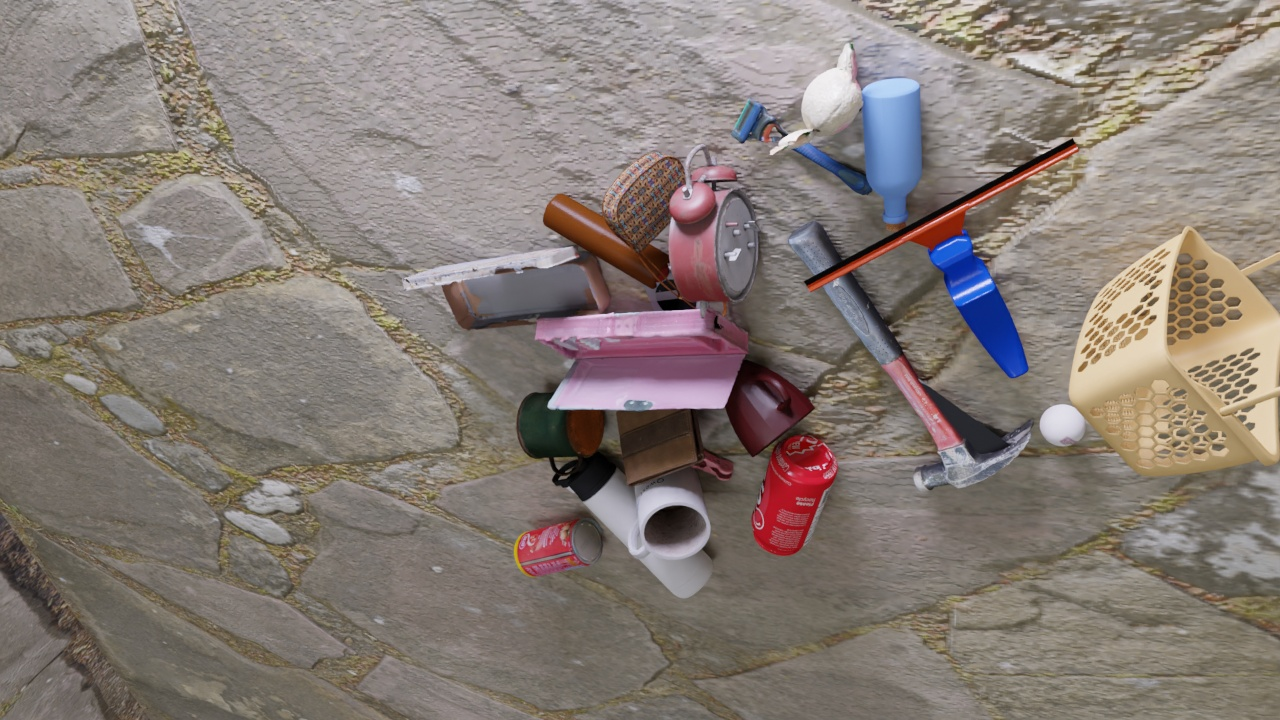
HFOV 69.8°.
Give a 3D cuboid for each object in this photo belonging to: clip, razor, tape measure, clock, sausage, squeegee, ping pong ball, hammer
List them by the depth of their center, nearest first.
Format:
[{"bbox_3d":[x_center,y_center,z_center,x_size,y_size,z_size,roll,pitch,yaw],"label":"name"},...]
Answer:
[{"bbox_3d":[0.306,-0.062,0.839,0.250,0.055,0.185,-28,107,22],"label":"squeegee"},{"bbox_3d":[0.154,-0.193,0.851,0.141,0.018,0.044,30,132,1],"label":"razor"},{"bbox_3d":[0.074,-0.128,0.880,0.062,0.109,0.157,3,125,29],"label":"clock"},{"bbox_3d":[0.406,0.062,0.883,0.040,0.040,0.040,15,129,19],"label":"ping pong ball"},{"bbox_3d":[0.260,-0.006,0.920,0.141,0.036,0.326,-27,107,41],"label":"hammer"},{"bbox_3d":[-0.037,-0.129,0.984,0.155,0.040,0.040,32,133,12],"label":"sausage"},{"bbox_3d":[0.038,-0.072,1.005,0.065,0.016,0.064,-6,120,32],"label":"tape measure"},{"bbox_3d":[0.086,0.123,1.122,0.060,0.023,0.044,7,128,32],"label":"clip"}]

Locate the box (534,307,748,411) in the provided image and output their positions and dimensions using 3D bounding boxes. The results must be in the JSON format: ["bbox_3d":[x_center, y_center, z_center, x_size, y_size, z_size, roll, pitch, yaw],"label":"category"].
[{"bbox_3d":[-0.005,0.009,1.011,0.233,0.106,0.099,-1,163,31],"label":"box"}]

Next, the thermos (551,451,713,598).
[{"bbox_3d":[-0.011,0.218,1.219,0.230,0.068,0.101,46,145,-7],"label":"thermos"}]

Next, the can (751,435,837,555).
[{"bbox_3d":[0.175,0.156,1.058,0.074,0.074,0.143,21,131,14],"label":"can"}]

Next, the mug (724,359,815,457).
[{"bbox_3d":[0.131,0.040,0.990,0.088,0.087,0.114,52,162,10],"label":"mug"}]

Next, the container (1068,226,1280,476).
[{"bbox_3d":[0.442,-0.017,0.710,0.129,0.182,0.167,45,140,-7],"label":"container"}]

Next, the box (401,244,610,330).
[{"bbox_3d":[-0.156,-0.078,1.056,0.218,0.095,0.115,-4,125,32],"label":"box"}]

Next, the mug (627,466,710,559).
[{"bbox_3d":[0.026,0.192,1.124,0.083,0.096,0.120,35,109,-19],"label":"mug"}]

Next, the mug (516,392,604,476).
[{"bbox_3d":[-0.095,0.093,1.152,0.081,0.084,0.111,-4,105,30],"label":"mug"}]

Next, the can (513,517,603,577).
[{"bbox_3d":[-0.117,0.268,1.309,0.125,0.066,0.067,-21,111,38],"label":"can"}]

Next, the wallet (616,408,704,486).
[{"bbox_3d":[0.021,0.089,1.092,0.121,0.026,0.098,-27,63,40],"label":"wallet"}]

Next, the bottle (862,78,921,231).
[{"bbox_3d":[0.222,-0.176,0.805,0.048,0.047,0.131,5,125,26],"label":"bottle"}]

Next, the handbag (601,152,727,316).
[{"bbox_3d":[0.037,-0.118,0.943,0.043,0.093,0.196,24,156,54],"label":"handbag"}]

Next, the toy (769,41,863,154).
[{"bbox_3d":[0.158,-0.217,0.783,0.050,0.087,0.112,23,105,-8],"label":"toy"}]
